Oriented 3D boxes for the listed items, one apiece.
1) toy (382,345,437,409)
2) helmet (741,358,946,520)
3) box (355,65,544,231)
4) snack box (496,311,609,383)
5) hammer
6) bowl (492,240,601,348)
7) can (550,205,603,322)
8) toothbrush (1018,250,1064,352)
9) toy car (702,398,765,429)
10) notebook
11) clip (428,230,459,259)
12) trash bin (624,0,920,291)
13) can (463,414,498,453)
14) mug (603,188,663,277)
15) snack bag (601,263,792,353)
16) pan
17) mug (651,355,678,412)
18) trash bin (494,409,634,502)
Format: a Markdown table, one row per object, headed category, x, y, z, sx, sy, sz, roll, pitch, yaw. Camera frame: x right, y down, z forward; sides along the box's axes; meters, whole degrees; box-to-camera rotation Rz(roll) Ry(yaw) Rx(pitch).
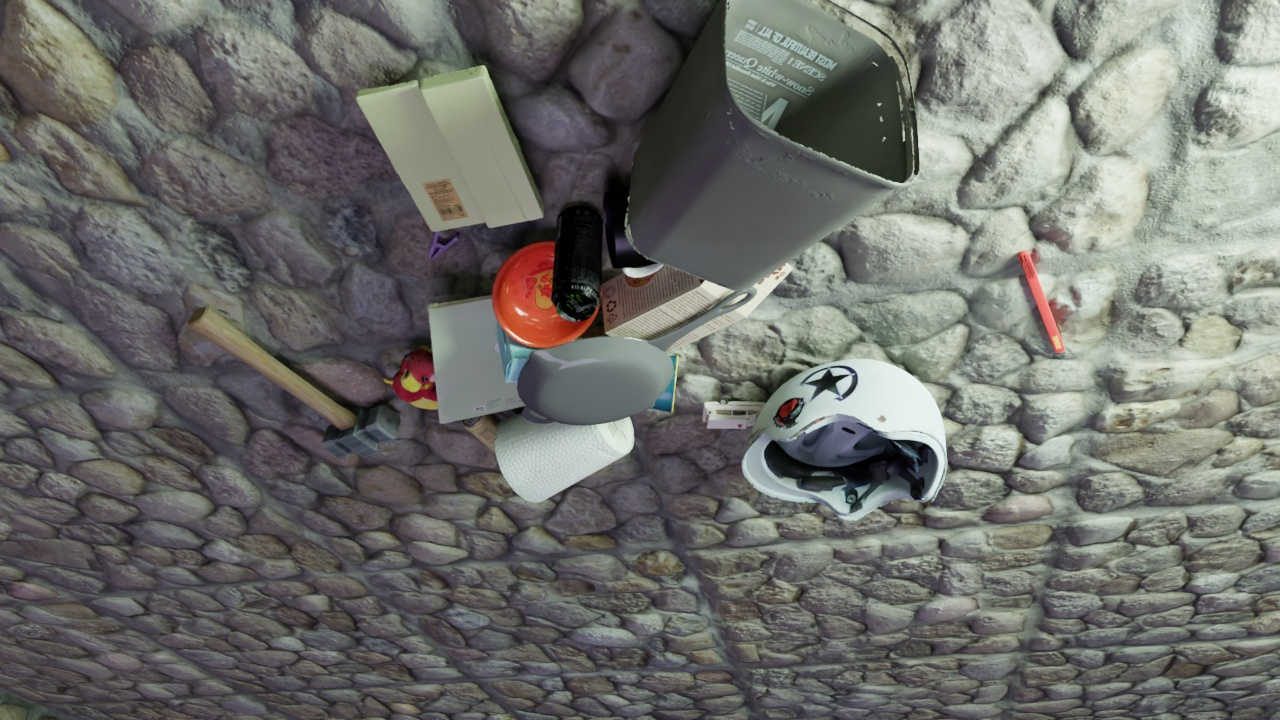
| category | x | y | z | sx | sy | sz | roll | pitch | yaw |
| --- | --- | --- | --- | --- | --- | --- | --- | --- | --- |
| toy | -0.300 | 0.028 | 1.259 | 0.105 | 0.067 | 0.137 | 2 | 155 | -4 |
| helmet | 0.269 | 0.090 | 1.229 | 0.265 | 0.163 | 0.236 | -17 | 136 | 32 |
| box | -0.188 | -0.205 | 0.929 | 0.137 | 0.024 | 0.187 | -4 | 143 | 11 |
| snack box | -0.087 | -0.018 | 1.139 | 0.174 | 0.075 | 0.053 | -1 | 142 | -21 |
| hammer | -0.485 | 0.033 | 1.282 | 0.117 | 0.051 | 0.323 | -20 | 135 | 26 |
| bowl | -0.114 | -0.082 | 1.083 | 0.130 | 0.045 | 0.131 | -6 | 112 | -16 |
| can | -0.068 | -0.108 | 0.999 | 0.054 | 0.137 | 0.054 | 0 | 143 | 0 |
| toothbrush | 0.498 | -0.065 | 1.133 | 0.012 | 0.017 | 0.212 | -19 | 138 | 25 |
| toy car | 0.147 | 0.080 | 1.320 | 0.113 | 0.039 | 0.039 | 2 | 143 | 0 |
| notebook | -0.179 | -0.005 | 1.198 | 0.181 | 0.010 | 0.253 | -11 | 146 | -16 |
| clip | -0.230 | -0.137 | 1.072 | 0.046 | 0.014 | 0.050 | 3 | 140 | -6 |
| trash bin | 0.105 | -0.194 | 0.850 | 0.197 | 0.197 | 0.221 | 18 | 146 | -20 |
| can | -0.228 | 0.104 | 1.369 | 0.038 | 0.038 | 0.079 | -16 | 140 | 21 |
| mug | 0.015 | -0.136 | 1.006 | 0.100 | 0.084 | 0.119 | -8 | 145 | -7 |
| snack bag | 0.065 | -0.083 | 1.069 | 0.207 | 0.069 | 0.094 | -25 | 146 | 31 |
| pan | -0.006 | 0.006 | 1.096 | 0.356 | 0.024 | 0.216 | -31 | 143 | 29 |
| mug | -0.013 | 0.025 | 1.231 | 0.121 | 0.078 | 0.078 | 6 | 143 | 2 |
| trash bin | -0.104 | 0.113 | 1.308 | 0.162 | 0.133 | 0.133 | -26 | 135 | 24 |
